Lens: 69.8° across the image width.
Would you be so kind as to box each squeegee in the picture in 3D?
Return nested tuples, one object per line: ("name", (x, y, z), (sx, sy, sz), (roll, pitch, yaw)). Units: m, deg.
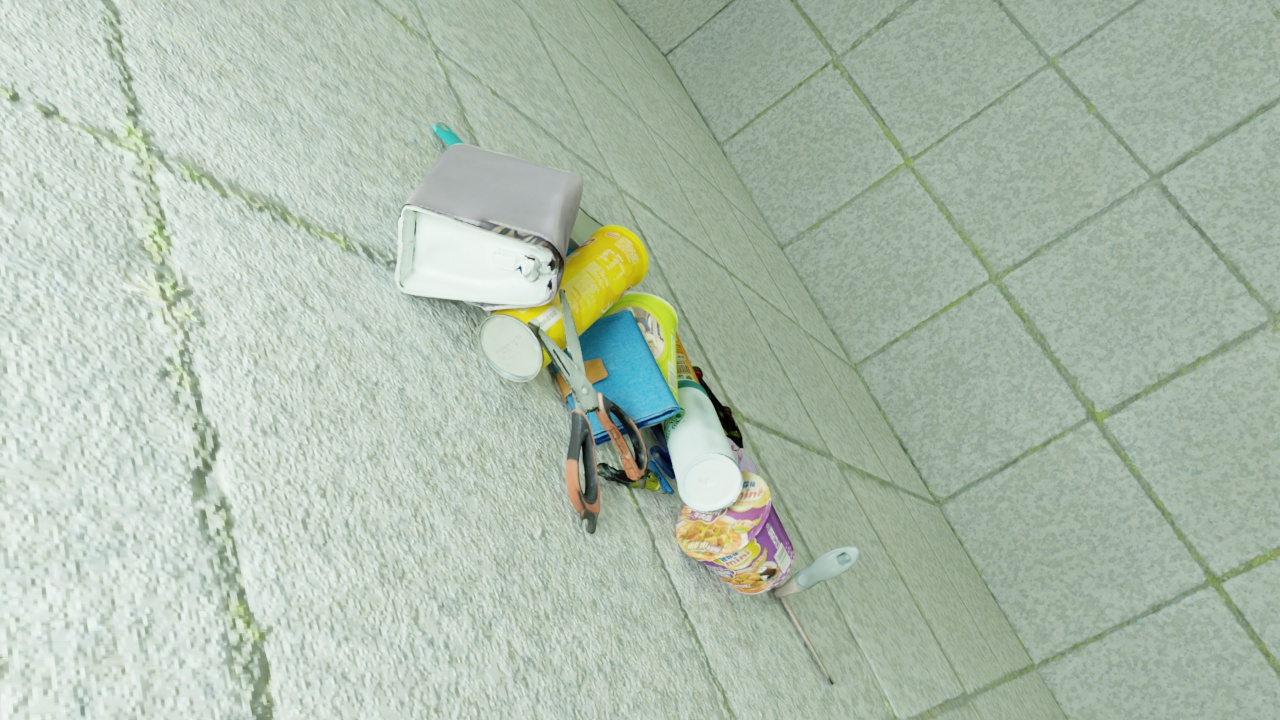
("squeegee", (0.183, 0.245, 1.027), (0.247, 0.040, 0.250), (61, -21, 16))

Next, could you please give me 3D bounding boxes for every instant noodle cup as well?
("instant noodle cup", (-0.006, 0.006, 1.027), (0.111, 0.112, 0.123), (39, 32, -41))
("instant noodle cup", (0.108, 0.191, 0.987), (0.099, 0.112, 0.111), (54, 15, -35))

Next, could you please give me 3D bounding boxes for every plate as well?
("plate", (-0.096, -0.165, 1.113), (0.163, 0.034, 0.164), (38, -9, -18))

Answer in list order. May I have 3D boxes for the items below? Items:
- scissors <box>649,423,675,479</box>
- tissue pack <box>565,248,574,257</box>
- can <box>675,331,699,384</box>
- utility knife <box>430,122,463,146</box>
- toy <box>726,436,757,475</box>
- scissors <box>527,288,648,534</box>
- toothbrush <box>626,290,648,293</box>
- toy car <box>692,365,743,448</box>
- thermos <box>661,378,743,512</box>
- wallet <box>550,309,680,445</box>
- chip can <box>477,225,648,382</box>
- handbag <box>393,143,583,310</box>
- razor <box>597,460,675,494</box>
("scissors", (0.043, 0.120, 1.066), (0.173, 0.012, 0.162), (43, 14, -55))
("tissue pack", (-0.050, -0.065, 1.108), (0.157, 0.052, 0.094), (40, 24, -40))
("can", (0.034, 0.003, 1.194), (0.058, 0.058, 0.146), (33, 28, -50))
("utility knife", (-0.176, -0.214, 1.016), (0.029, 0.013, 0.223), (-3, 39, -45))
("toy", (0.122, 0.138, 1.214), (0.108, 0.039, 0.083), (48, 25, -26))
("scissors", (-0.045, 0.049, 0.839), (0.188, 0.015, 0.226), (19, 67, -57))
("toothbrush", (-0.021, -0.095, 1.297), (0.189, 0.029, 0.021), (-5, 102, -72))
("toy car", (0.094, 0.070, 1.258), (0.156, 0.041, 0.071), (49, 19, -33))
("thermos", (0.058, 0.083, 1.024), (0.073, 0.073, 0.224), (49, 10, -20))
("wallet", (-0.033, 0.015, 0.946), (0.040, 0.106, 0.133), (89, -22, -57))
("chip can", (-0.069, -0.060, 0.896), (0.072, 0.072, 0.212), (52, 40, -9))
("handbag", (-0.135, -0.123, 0.854), (0.145, 0.099, 0.196), (7, 29, -2))
("razor", (-0.010, 0.119, 0.931), (0.042, 0.022, 0.142), (52, 14, 25))
